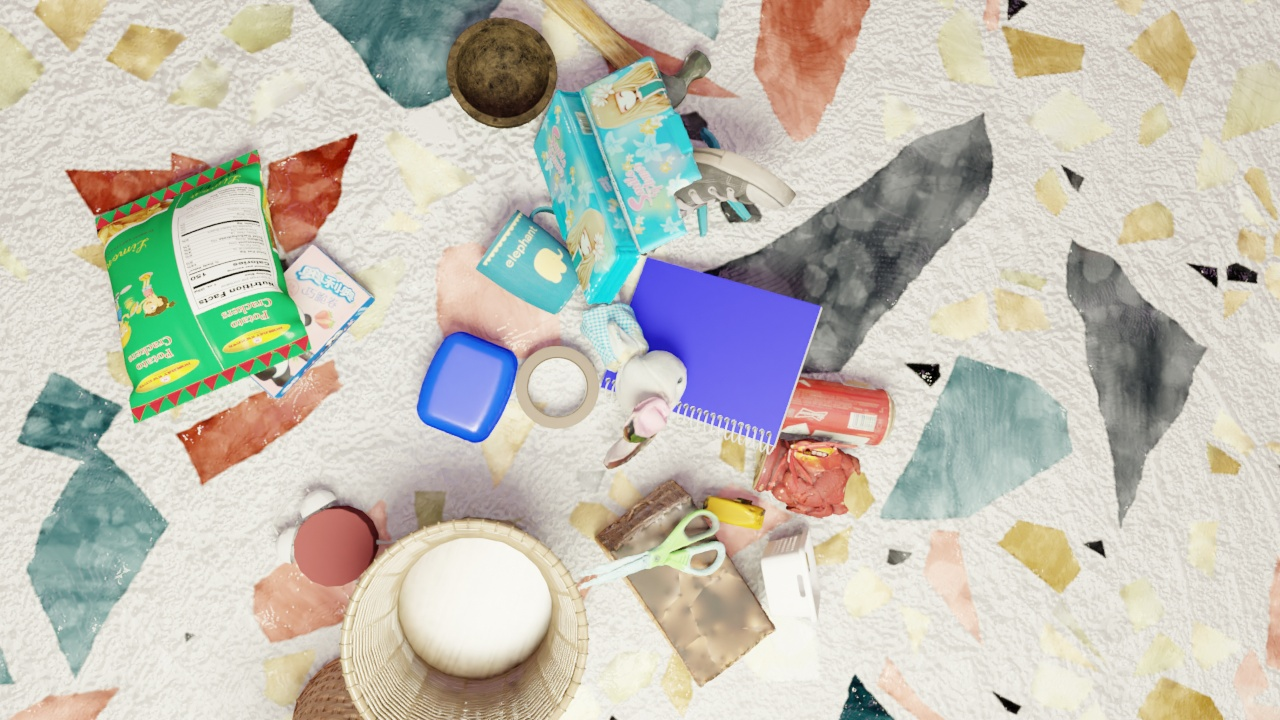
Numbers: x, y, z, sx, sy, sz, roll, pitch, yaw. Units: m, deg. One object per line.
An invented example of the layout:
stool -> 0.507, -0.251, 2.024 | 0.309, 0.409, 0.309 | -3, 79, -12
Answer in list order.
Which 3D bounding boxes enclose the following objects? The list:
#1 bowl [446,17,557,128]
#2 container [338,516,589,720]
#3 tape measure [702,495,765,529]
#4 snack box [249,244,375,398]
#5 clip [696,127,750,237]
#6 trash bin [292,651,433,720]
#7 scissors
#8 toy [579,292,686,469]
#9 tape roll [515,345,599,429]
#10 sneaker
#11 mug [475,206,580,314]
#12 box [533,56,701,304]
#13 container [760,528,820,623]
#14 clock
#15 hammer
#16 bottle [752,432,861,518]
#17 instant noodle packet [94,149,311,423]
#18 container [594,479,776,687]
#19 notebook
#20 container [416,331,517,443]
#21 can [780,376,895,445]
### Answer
bowl -> -0.156, -0.318, 1.039 | 0.121, 0.056, 0.121 | 0, 87, -7
container -> -0.171, 0.264, 0.940 | 0.227, 0.196, 0.227 | 0, 87, -7
tape measure -> 0.113, 0.173, 1.045 | 0.068, 0.058, 0.030 | 11, 88, 26
snack box -> -0.379, -0.043, 1.013 | 0.088, 0.033, 0.154 | 43, 84, -2
clip -> 0.065, -0.206, 1.077 | 0.113, 0.028, 0.126 | -12, 90, -9
trash bin -> -0.290, 0.389, 0.914 | 0.151, 0.210, 0.151 | 0, 86, -7
scissors -> 0.012, 0.191, 0.909 | 0.175, 0.033, 0.072 | -8, 94, -36
toy -> -0.006, 0.006, 1.006 | 0.105, 0.131, 0.205 | -6, 64, -19
tape roll -> -0.095, 0.031, 1.043 | 0.093, 0.030, 0.093 | 0, 87, -6
sneaker -> 0.050, -0.170, 1.011 | 0.235, 0.095, 0.120 | 14, 90, 19
mug -> -0.110, -0.116, 1.026 | 0.104, 0.085, 0.112 | 36, 73, -10
box -> -0.033, -0.196, 0.966 | 0.181, 0.073, 0.227 | -35, 62, 31
container -> 0.168, 0.239, 1.022 | 0.049, 0.129, 0.080 | -10, 88, 13
clock -> -0.339, 0.195, 1.001 | 0.124, 0.044, 0.087 | 33, 84, -4
hammer -> -0.081, -0.407, 1.067 | 0.330, 0.033, 0.132 | 42, 85, -2
bottle -> 0.190, 0.127, 1.036 | 0.111, 0.099, 0.099 | 19, 85, 4
instant noodle packet -> -0.464, -0.083, 0.963 | 0.195, 0.090, 0.252 | -23, 70, 1
container -> 0.050, 0.242, 1.009 | 0.113, 0.113, 0.198 | -35, 93, -7
notebook -> 0.076, -0.008, 1.032 | 0.209, 0.022, 0.171 | 18, 85, 18
container -> -0.193, 0.029, 1.018 | 0.096, 0.058, 0.114 | 22, 85, -5
can -> 0.204, 0.055, 1.057 | 0.170, 0.067, 0.067 | 9, 86, -6
